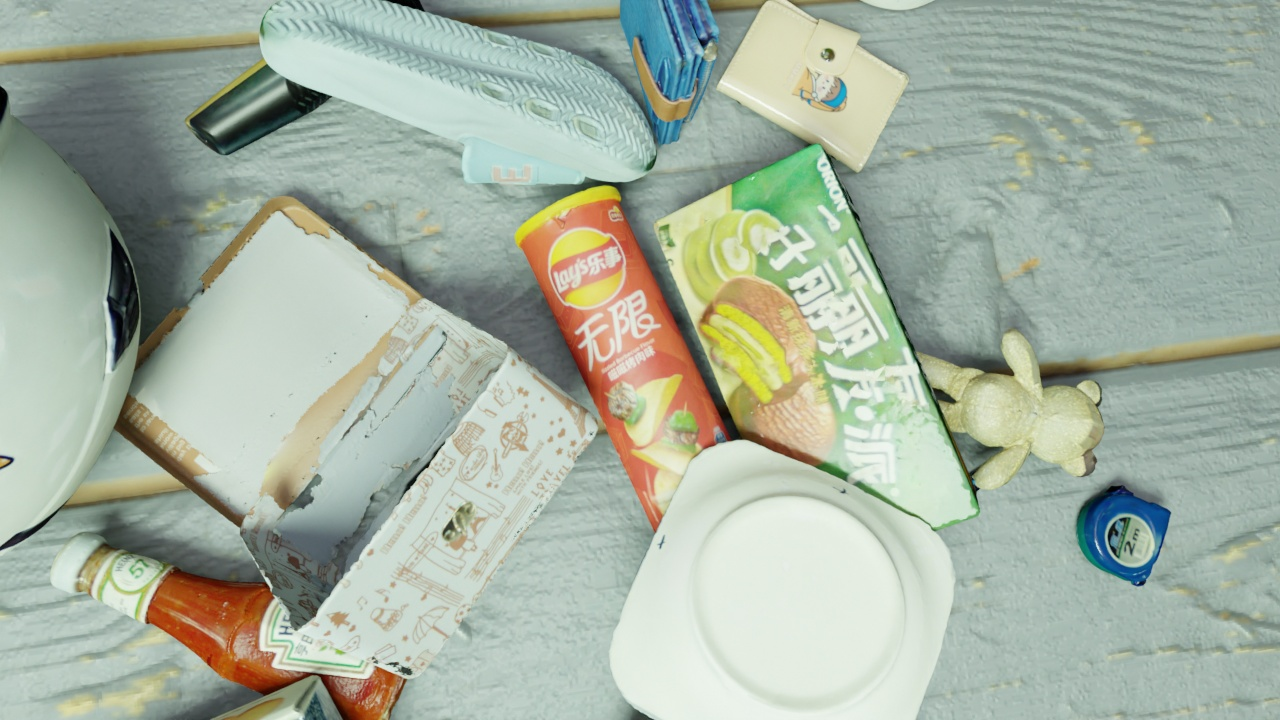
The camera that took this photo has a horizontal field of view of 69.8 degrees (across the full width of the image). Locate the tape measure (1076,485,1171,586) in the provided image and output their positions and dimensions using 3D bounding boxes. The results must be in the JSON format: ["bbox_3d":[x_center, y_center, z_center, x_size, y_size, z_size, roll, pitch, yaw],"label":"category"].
[{"bbox_3d":[0.321,0.116,0.614,0.054,0.025,0.058,25,77,-1],"label":"tape measure"}]

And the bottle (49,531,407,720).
[{"bbox_3d":[-0.234,0.152,0.531,0.206,0.060,0.059,23,81,-3],"label":"bottle"}]

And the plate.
[{"bbox_3d":[0.080,0.129,0.482,0.164,0.034,0.163,24,66,7],"label":"plate"}]

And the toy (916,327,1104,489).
[{"bbox_3d":[0.221,0.030,0.599,0.157,0.066,0.105,13,83,3],"label":"toy"}]

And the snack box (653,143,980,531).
[{"bbox_3d":[0.108,-0.001,0.567,0.115,0.063,0.240,-23,86,18],"label":"snack box"}]

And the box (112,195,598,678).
[{"bbox_3d":[-0.172,0.035,0.537,0.274,0.126,0.178,32,80,27],"label":"box"}]

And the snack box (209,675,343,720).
[{"bbox_3d":[-0.219,0.289,0.494,0.178,0.045,0.182,-24,98,1],"label":"snack box"}]

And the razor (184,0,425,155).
[{"bbox_3d":[-0.212,-0.187,0.584,0.167,0.062,0.067,-35,58,-4],"label":"razor"}]

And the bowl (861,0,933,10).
[{"bbox_3d":[0.184,-0.309,0.633,0.113,0.062,0.113,1,84,-6],"label":"bowl"}]

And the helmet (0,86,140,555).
[{"bbox_3d":[-0.358,0.011,0.475,0.273,0.230,0.157,-54,133,-10],"label":"helmet"}]

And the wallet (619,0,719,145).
[{"bbox_3d":[0.012,-0.203,0.565,0.040,0.133,0.106,-17,84,-5],"label":"wallet"}]

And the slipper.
[{"bbox_3d":[-0.102,-0.151,0.556,0.245,0.074,0.104,12,41,-22],"label":"slipper"}]

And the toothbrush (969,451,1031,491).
[{"bbox_3d":[0.186,0.104,0.609,0.189,0.016,0.014,-30,78,-12],"label":"toothbrush"}]

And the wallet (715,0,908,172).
[{"bbox_3d":[0.122,-0.194,0.632,0.115,0.024,0.087,29,80,-1],"label":"wallet"}]

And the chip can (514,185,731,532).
[{"bbox_3d":[-0.003,0.003,0.569,0.073,0.073,0.216,-24,86,-9],"label":"chip can"}]
